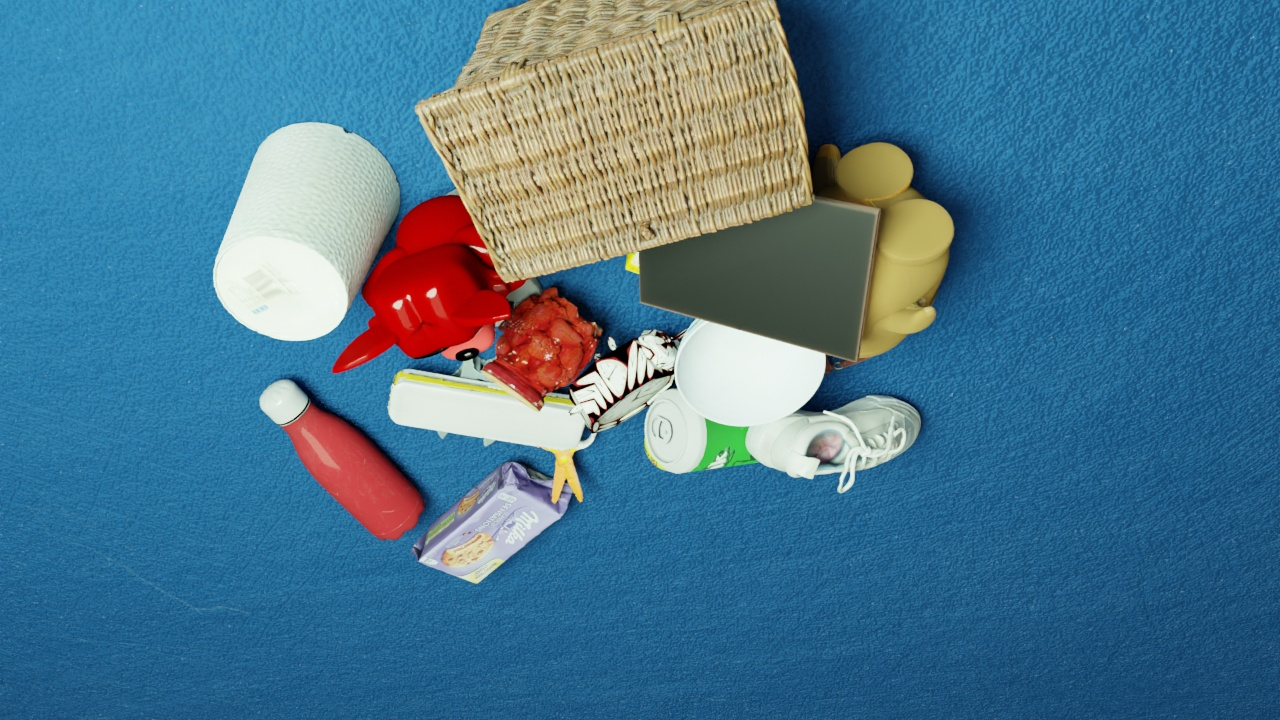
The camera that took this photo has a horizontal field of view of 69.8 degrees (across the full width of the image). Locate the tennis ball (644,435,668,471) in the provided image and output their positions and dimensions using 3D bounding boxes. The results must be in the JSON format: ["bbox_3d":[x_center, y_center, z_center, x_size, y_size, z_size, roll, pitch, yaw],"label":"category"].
[{"bbox_3d":[0.037,0.093,1.040,0.065,0.065,0.065,-1,131,-1],"label":"tennis ball"}]

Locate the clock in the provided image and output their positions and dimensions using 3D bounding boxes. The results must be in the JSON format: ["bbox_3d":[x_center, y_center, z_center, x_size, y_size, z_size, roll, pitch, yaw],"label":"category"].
[{"bbox_3d":[-0.005,0.006,0.946,0.155,0.065,0.114,-36,167,9],"label":"clock"}]

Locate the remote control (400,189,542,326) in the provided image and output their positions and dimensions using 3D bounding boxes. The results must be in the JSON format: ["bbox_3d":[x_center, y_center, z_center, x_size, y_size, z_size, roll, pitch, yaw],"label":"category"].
[{"bbox_3d":[-0.161,-0.094,0.900,0.074,0.019,0.151,-25,128,19],"label":"remote control"}]

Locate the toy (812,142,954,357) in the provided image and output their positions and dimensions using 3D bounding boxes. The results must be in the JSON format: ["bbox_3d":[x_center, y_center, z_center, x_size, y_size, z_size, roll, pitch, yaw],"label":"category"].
[{"bbox_3d":[0.215,-0.081,0.848,0.162,0.198,0.203,-22,150,-2],"label":"toy"}]

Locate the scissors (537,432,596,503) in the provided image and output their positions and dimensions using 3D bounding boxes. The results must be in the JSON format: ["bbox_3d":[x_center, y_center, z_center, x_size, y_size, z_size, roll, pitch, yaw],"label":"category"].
[{"bbox_3d":[-0.078,0.112,1.065,0.097,0.012,0.133,-17,110,6],"label":"scissors"}]

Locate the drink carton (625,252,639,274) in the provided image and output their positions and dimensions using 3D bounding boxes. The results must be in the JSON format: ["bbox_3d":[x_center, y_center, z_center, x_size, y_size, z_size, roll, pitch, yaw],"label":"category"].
[{"bbox_3d":[0.030,-0.143,0.836,0.043,0.058,0.135,20,127,-13],"label":"drink carton"}]

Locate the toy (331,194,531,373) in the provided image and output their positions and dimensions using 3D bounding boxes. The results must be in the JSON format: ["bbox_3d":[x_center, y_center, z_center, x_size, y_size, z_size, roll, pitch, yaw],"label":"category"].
[{"bbox_3d":[-0.167,-0.060,0.789,0.158,0.196,0.121,-15,122,9],"label":"toy"}]

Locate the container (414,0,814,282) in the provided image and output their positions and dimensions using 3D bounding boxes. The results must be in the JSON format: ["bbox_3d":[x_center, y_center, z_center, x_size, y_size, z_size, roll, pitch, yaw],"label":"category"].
[{"bbox_3d":[-0.012,-0.200,0.701,0.250,0.182,0.162,-13,131,11],"label":"container"}]

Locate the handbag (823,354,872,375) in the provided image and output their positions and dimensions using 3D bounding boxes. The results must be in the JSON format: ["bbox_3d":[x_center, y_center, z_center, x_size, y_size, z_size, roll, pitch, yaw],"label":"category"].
[{"bbox_3d":[0.217,-0.009,0.985,0.119,0.029,0.055,-13,129,3],"label":"handbag"}]

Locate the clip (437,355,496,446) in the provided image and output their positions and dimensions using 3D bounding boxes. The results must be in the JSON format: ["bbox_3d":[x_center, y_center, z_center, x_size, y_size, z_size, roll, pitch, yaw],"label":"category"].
[{"bbox_3d":[-0.156,0.034,1.009,0.127,0.028,0.167,13,130,-15],"label":"clip"}]

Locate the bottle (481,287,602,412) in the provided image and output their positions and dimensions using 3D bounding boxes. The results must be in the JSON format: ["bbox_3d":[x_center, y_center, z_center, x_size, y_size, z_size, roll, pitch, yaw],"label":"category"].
[{"bbox_3d":[-0.097,-0.012,0.910,0.099,0.099,0.111,40,80,-31],"label":"bottle"}]

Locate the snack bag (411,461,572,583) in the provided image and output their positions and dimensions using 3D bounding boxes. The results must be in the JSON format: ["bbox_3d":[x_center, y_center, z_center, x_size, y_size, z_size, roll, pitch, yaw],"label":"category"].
[{"bbox_3d":[-0.183,0.195,1.130,0.096,0.058,0.206,33,119,-32],"label":"snack bag"}]

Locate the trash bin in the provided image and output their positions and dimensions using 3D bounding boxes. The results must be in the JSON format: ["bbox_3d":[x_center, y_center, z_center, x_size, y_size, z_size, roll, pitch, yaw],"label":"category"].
[{"bbox_3d":[-0.288,-0.108,0.790,0.133,0.161,0.133,-1,131,-1],"label":"trash bin"}]

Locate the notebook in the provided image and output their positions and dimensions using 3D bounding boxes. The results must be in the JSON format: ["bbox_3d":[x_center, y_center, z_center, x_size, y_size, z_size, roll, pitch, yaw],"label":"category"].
[{"bbox_3d":[0.091,-0.085,0.777,0.209,0.008,0.142,17,130,24],"label":"notebook"}]

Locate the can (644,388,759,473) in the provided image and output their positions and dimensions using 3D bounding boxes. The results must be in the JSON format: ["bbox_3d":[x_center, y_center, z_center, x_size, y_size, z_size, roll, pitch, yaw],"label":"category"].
[{"bbox_3d":[0.080,0.071,0.979,0.139,0.087,0.088,-3,138,-36],"label":"can"}]

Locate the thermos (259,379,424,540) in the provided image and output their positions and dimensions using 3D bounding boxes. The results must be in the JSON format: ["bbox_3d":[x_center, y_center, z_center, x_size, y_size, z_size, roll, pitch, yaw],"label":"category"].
[{"bbox_3d":[-0.339,0.111,1.040,0.073,0.073,0.240,-20,128,15],"label":"thermos"}]

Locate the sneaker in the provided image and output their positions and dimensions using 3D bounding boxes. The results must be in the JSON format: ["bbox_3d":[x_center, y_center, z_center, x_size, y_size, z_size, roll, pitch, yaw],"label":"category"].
[{"bbox_3d":[0.229,0.093,0.976,0.241,0.091,0.090,0,114,-36],"label":"sneaker"}]

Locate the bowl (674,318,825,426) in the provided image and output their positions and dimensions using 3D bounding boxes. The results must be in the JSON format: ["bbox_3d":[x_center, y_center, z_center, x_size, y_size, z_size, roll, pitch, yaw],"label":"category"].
[{"bbox_3d":[0.104,-0.013,0.904,0.144,0.074,0.144,-1,127,-1],"label":"bowl"}]

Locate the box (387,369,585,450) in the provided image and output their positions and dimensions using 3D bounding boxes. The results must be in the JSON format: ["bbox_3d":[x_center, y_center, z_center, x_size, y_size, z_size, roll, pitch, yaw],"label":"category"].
[{"bbox_3d":[-0.164,0.053,0.989,0.209,0.033,0.065,10,131,-12],"label":"box"}]
